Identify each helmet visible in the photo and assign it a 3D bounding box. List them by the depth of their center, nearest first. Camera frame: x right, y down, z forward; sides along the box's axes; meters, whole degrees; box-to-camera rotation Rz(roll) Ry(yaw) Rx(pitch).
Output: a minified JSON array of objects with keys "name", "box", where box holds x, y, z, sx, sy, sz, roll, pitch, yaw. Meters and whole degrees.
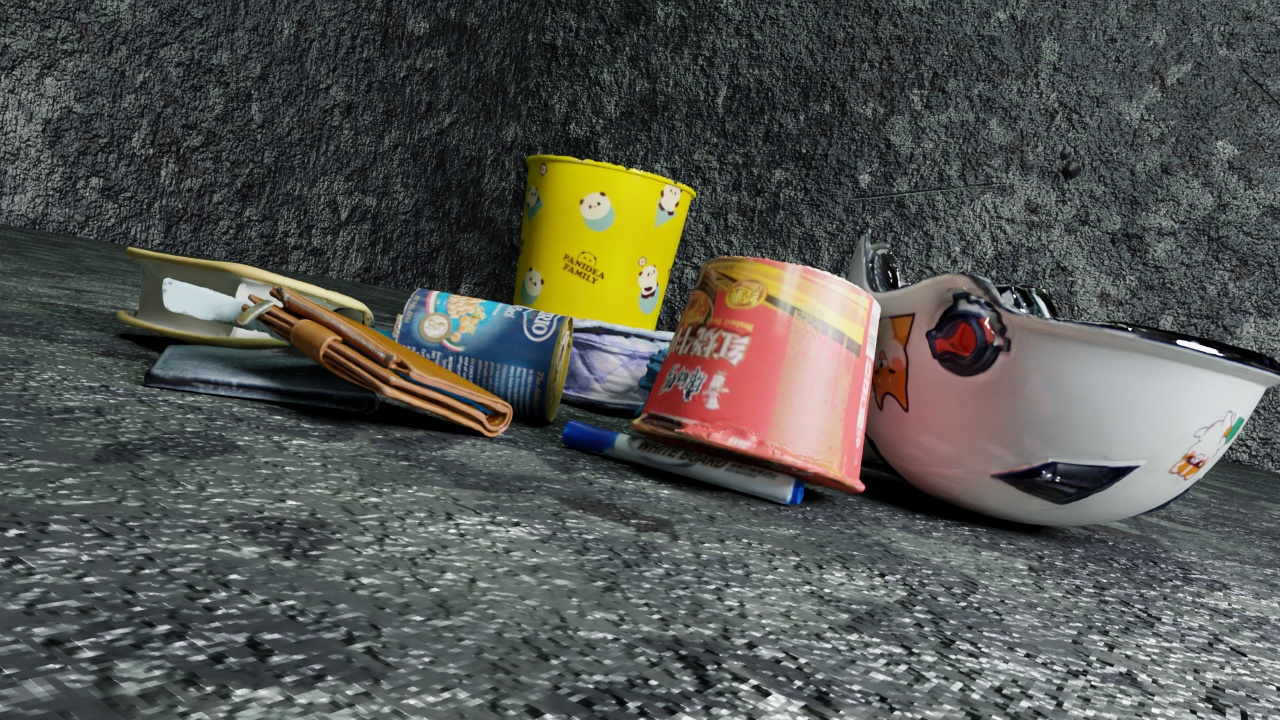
[{"name":"helmet","box":[0.241,0.026,0.601,0.229,0.157,0.274,10,14,-33]}]

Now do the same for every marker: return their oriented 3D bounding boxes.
[{"name":"marker","box":[0.022,0.057,0.524,0.146,0.017,0.016,12,4,23]}]

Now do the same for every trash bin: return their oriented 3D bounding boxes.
[{"name":"trash bin","box":[-0.062,-0.120,1.221,0.229,0.255,0.229,11,3,-1]}]

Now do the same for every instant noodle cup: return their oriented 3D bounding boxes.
[{"name":"instant noodle cup","box":[0.076,0.008,0.537,0.138,0.108,0.138,16,-8,2]}]

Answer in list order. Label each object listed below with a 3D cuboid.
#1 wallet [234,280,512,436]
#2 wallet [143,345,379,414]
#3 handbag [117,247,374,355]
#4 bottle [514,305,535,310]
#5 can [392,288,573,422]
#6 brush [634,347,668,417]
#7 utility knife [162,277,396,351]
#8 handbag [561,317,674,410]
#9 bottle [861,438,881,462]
[{"name":"wallet","box":[-0.152,-0.003,0.521,0.131,0.035,0.119,25,0,32]},{"name":"wallet","box":[-0.220,0.009,0.542,0.120,0.019,0.097,8,5,-22]},{"name":"handbag","box":[-0.271,-0.030,0.682,0.164,0.063,0.178,12,-2,35]},{"name":"bottle","box":[-0.133,-0.025,0.985,0.068,0.068,0.190,10,3,-19]},{"name":"can","box":[-0.109,-0.004,0.638,0.111,0.075,0.075,11,3,2]},{"name":"brush","box":[0.088,0.032,0.749,0.109,0.060,0.314,14,3,15]},{"name":"utility knife","box":[-0.210,-0.017,0.603,0.018,0.034,0.238,28,2,27]},{"name":"handbag","box":[-0.005,0.005,0.839,0.134,0.075,0.193,13,3,40]},{"name":"bottle","box":[0.224,0.061,0.744,0.108,0.063,0.063,14,4,38]}]
